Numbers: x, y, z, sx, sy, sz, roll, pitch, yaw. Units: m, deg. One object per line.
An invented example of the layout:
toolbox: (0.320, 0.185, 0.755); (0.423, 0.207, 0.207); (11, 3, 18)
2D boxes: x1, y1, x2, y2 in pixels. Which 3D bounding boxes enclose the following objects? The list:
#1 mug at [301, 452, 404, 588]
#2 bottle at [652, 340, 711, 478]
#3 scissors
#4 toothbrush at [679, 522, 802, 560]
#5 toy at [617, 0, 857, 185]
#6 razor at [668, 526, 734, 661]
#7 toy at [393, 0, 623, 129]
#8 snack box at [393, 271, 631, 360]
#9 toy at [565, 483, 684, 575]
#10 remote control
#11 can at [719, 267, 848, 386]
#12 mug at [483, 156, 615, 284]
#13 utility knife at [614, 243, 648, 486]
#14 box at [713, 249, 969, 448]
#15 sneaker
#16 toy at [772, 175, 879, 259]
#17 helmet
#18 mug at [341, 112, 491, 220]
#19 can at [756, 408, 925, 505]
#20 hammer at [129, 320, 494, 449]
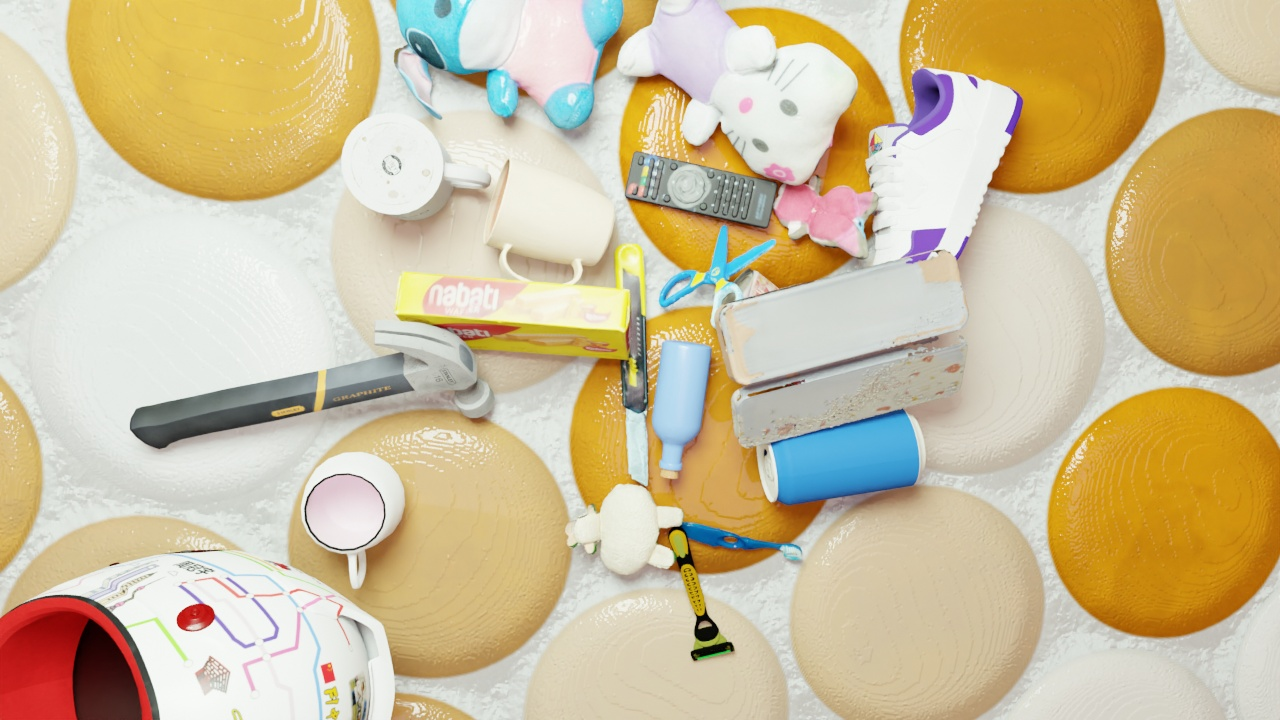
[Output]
mug: (-0.263, 0.146, 0.845); (0.090, 0.076, 0.124); (-3, 96, -5)
bottle: (0.036, 0.048, 0.877); (0.048, 0.048, 0.131); (7, 95, -6)
scissors: (0.071, -0.076, 0.849); (0.125, 0.130, 0.014); (-31, 136, 17)
toothbrush: (0.099, 0.180, 0.913); (0.132, 0.016, 0.021); (13, 114, -7)
toy: (0.089, -0.253, 0.829); (0.209, 0.085, 0.138); (35, 133, -4)
razor: (0.054, 0.230, 0.910); (0.044, 0.021, 0.144); (-16, 102, 6)
toy: (-0.112, -0.306, 0.801); (0.191, 0.099, 0.224); (20, 108, -13)
snack box: (-0.109, -0.038, 0.819); (0.200, 0.092, 0.042); (5, 75, 1)
toy: (-0.015, 0.163, 0.884); (0.112, 0.050, 0.087); (3, 90, 0)
remote control: (0.057, -0.162, 0.872); (0.140, 0.021, 0.045); (13, 93, -2)
can: (0.132, -0.025, 0.869); (0.124, 0.066, 0.066); (37, 91, -8)
mug: (-0.083, -0.115, 0.826); (0.104, 0.085, 0.111); (14, 72, -17)
utility knife: (-0.005, 0.005, 0.879); (0.029, 0.020, 0.233); (-4, 94, -2)
box: (0.180, -0.006, 0.811); (0.216, 0.071, 0.157); (-14, 122, -4)
sneaker: (0.254, -0.163, 0.858); (0.111, 0.092, 0.244); (25, 89, -6)
toy: (0.178, -0.139, 0.873); (0.102, 0.050, 0.065); (23, 103, 28)
helmet: (-0.366, 0.277, 0.773); (0.315, 0.235, 0.231); (0, 87, 27)
mug: (-0.192, -0.166, 0.809); (0.119, 0.096, 0.083); (6, 95, -6)
can: (0.191, 0.091, 0.881); (0.146, 0.079, 0.079); (-8, 97, -5)
hammer: (-0.302, 0.034, 0.828); (0.313, 0.139, 0.035); (-12, 56, 5)
